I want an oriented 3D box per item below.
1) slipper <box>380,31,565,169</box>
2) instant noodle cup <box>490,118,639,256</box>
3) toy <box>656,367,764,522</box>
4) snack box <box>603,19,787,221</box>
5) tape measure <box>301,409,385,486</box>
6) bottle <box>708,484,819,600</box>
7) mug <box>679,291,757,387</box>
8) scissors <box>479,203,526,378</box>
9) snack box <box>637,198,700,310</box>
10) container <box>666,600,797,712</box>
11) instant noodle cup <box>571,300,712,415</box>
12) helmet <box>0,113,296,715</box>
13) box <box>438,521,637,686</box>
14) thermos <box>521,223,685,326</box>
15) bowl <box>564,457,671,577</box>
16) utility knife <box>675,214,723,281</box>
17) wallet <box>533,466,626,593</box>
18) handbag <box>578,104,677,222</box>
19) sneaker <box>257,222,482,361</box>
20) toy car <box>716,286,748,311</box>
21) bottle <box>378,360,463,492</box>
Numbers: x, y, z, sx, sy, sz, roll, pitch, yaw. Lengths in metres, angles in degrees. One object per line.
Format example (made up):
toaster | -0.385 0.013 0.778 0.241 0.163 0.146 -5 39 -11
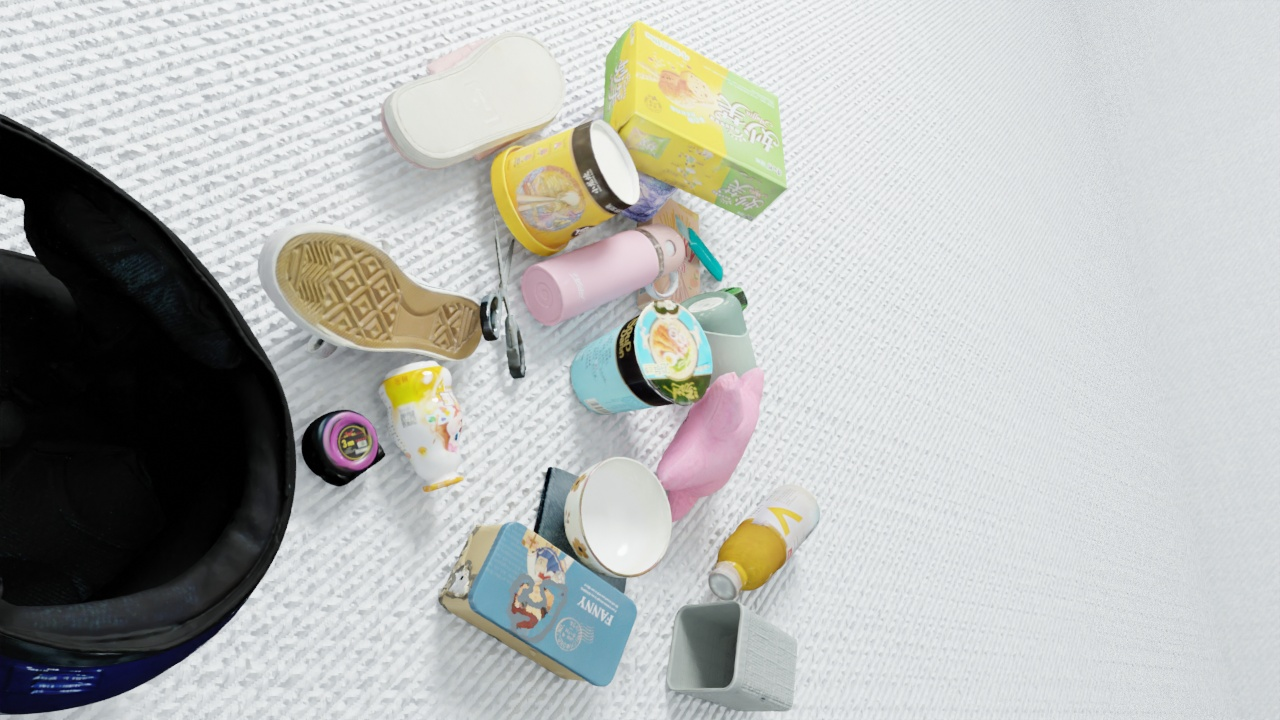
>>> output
slipper | -0.168 -0.264 0.942 0.114 0.055 0.273 56 41 -14
instant noodle cup | -0.072 -0.182 0.942 0.118 0.115 0.118 45 34 -43
toy | 0.072 0.086 0.980 0.074 0.195 0.178 32 37 20
snack box | 0.063 -0.270 1.041 0.210 0.070 0.157 19 53 -26
tape measure | -0.244 0.070 0.744 0.056 0.039 0.058 -43 111 -46
bottle | 0.142 0.211 1.060 0.189 0.068 0.068 -33 98 -47
mug | 0.072 -0.015 1.061 0.111 0.082 0.106 -20 113 -7
scissors | -0.132 -0.064 0.895 0.180 0.014 0.159 -83 163 -61
snack box | 0.035 -0.123 1.115 0.084 0.026 0.157 21 61 -39
container | 0.101 0.316 0.965 0.114 0.090 0.090 35 52 -35
instant noodle cup | -0.006 0.006 0.952 0.111 0.121 0.111 18 64 -40
helmet | -0.348 0.036 0.493 0.246 0.241 0.315 -52 123 -44
box | -0.084 0.222 0.824 0.184 0.064 0.089 38 58 -27
thermos | -0.032 -0.089 0.992 0.198 0.067 0.087 -26 106 -42
bowl | -0.032 0.154 0.885 0.113 0.062 0.113 16 66 -39
utility knife | 0.072 -0.134 1.113 0.196 0.013 0.029 37 50 -65
wallet | -0.054 0.170 0.915 0.120 0.019 0.097 30 56 -33
handbag | 0.000 -0.253 1.087 0.134 0.076 0.193 42 46 -4
sneaker | -0.232 -0.052 0.770 0.240 0.088 0.118 22 81 -62
toy car | 0.099 -0.067 1.153 0.091 0.036 0.043 -26 95 -44
bottle | -0.184 0.057 0.792 0.063 0.063 0.108 -12 83 -47
